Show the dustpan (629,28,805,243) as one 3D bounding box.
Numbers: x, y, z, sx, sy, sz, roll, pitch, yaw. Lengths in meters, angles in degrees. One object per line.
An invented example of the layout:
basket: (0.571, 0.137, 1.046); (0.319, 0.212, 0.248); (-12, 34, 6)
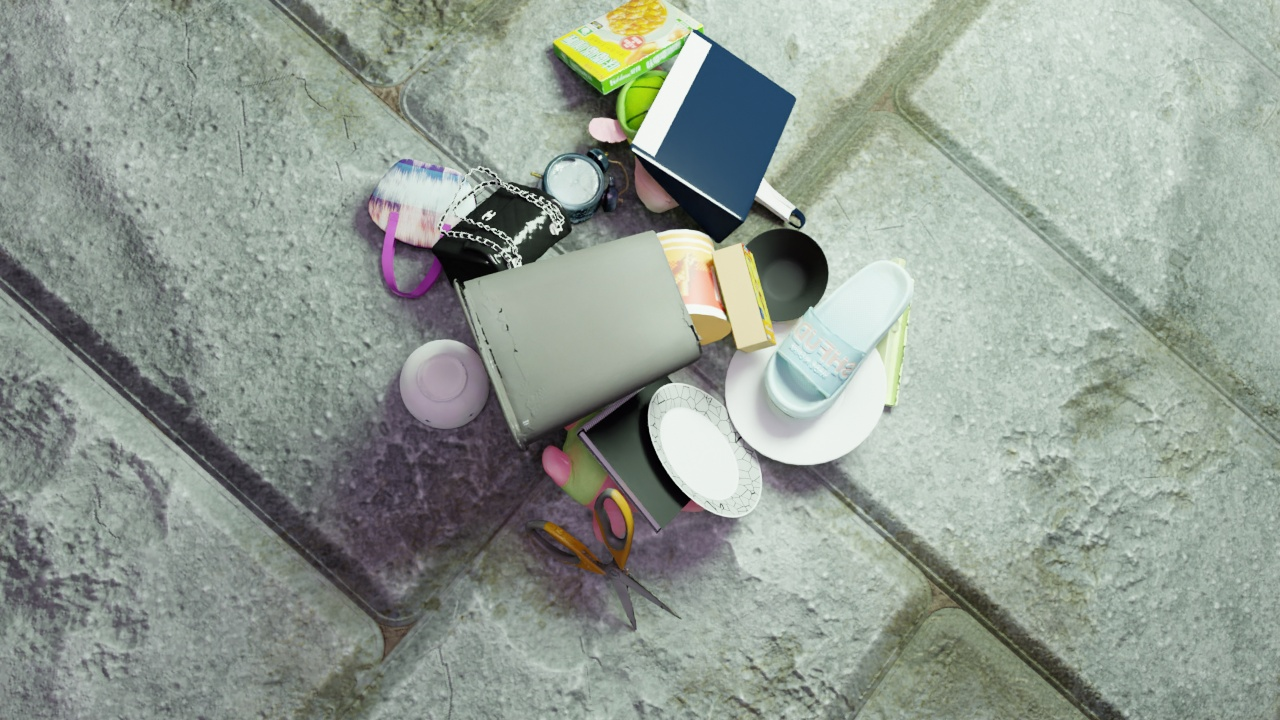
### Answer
dustpan: (0.128, -0.270, 1.229); (0.273, 0.080, 0.235); (31, 61, -11)

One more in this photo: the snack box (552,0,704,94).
snack box: (-0.017, -0.440, 1.259); (0.168, 0.027, 0.132); (-33, 54, -13)

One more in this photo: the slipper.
slipper: (0.250, -0.036, 1.170); (0.104, 0.074, 0.245); (41, 86, 24)

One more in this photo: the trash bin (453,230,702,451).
trash bin: (-0.065, -0.029, 1.030); (0.220, 0.197, 0.197); (-21, 87, -5)

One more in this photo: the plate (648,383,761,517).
plate: (0.078, 0.114, 1.151); (0.188, 0.016, 0.188); (29, 40, -27)

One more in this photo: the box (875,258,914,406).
box: (0.338, -0.033, 1.248); (0.083, 0.092, 0.188); (17, 79, -29)

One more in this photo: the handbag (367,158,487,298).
handbag: (-0.285, -0.165, 1.186); (0.144, 0.068, 0.170); (12, 84, -6)

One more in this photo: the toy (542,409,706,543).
toy: (-0.014, 0.136, 1.152); (0.236, 0.097, 0.191); (24, 64, -17)

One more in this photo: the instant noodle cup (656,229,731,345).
instant noodle cup: (0.051, -0.094, 1.191); (0.123, 0.124, 0.121); (0, 71, -8)

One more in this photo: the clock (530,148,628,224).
clock: (-0.079, -0.235, 1.231); (0.129, 0.052, 0.090); (-16, 82, -15)

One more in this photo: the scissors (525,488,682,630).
scissors: (-0.038, 0.234, 1.102); (0.225, 0.226, 0.016); (31, 41, 11)

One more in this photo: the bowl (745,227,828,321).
bowl: (0.193, -0.112, 1.236); (0.124, 0.052, 0.124); (-1, 87, 16)

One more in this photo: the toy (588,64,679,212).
toy: (0.029, -0.309, 1.242); (0.190, 0.088, 0.237); (16, 67, -22)

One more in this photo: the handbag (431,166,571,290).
handbag: (-0.173, -0.166, 1.139); (0.125, 0.115, 0.153); (16, 49, 39)

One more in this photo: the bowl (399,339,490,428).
bowl: (-0.246, 0.026, 1.149); (0.113, 0.063, 0.113); (1, 79, -7)

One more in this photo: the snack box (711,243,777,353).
snack box: (0.134, -0.078, 1.176); (0.040, 0.088, 0.125); (-16, 83, 14)

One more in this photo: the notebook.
notebook: (0.023, 0.104, 1.129); (0.149, 0.016, 0.206); (51, 35, 3)

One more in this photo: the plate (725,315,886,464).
plate: (0.216, 0.036, 1.206); (0.209, 0.015, 0.208); (-5, 71, 15)
